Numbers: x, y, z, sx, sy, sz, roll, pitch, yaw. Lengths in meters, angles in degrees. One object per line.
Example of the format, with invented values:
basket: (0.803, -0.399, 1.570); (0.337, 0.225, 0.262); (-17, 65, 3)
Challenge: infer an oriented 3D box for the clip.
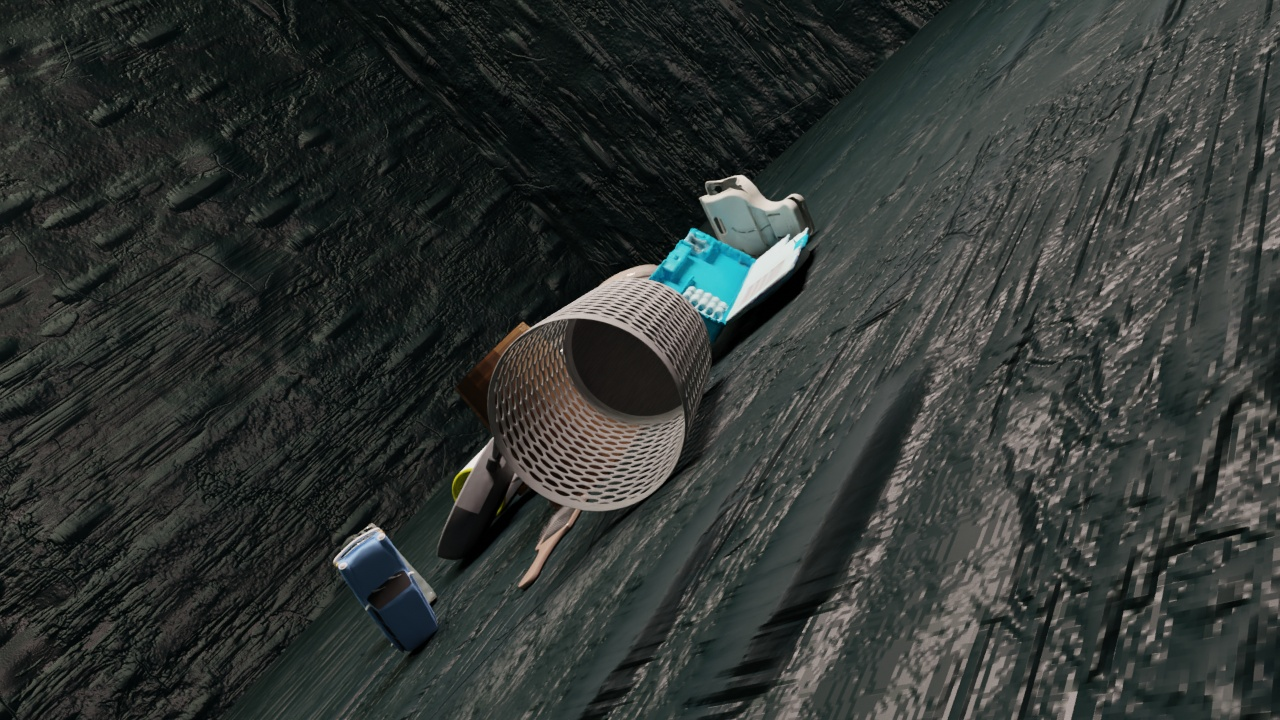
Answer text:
clip: (0.136, -0.159, 1.133); (0.104, 0.126, 0.152); (-39, 28, -20)

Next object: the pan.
pan: (-0.183, 0.129, 1.152); (0.358, 0.041, 0.178); (115, 180, -45)

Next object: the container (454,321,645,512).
container: (-0.100, 0.053, 0.967); (0.132, 0.167, 0.132); (-44, 6, 5)

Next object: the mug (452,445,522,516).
mug: (-0.221, 0.176, 1.367); (0.083, 0.082, 0.106); (-42, 5, 24)

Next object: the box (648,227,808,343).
box: (0.103, -0.092, 1.009); (0.172, 0.084, 0.226); (-3, 21, 18)

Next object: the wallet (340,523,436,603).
wallet: (-0.319, 0.268, 1.158); (0.054, 0.131, 0.101); (-44, 6, -35)

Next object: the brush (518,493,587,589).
brush: (-0.086, 0.164, 0.843); (0.050, 0.015, 0.135); (-41, 7, 25)

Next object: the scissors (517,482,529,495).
scissors: (-0.137, 0.152, 1.247); (0.065, 0.013, 0.129); (-47, -1, -25)

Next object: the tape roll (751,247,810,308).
tape roll: (0.152, -0.095, 1.033); (0.093, 0.013, 0.093); (-44, 5, 5)

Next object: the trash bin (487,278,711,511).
trash bin: (-0.022, 0.016, 0.779); (0.157, 0.156, 0.183); (-42, 4, 22)

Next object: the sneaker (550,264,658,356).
sneaker: (-0.037, -0.013, 1.090); (0.234, 0.095, 0.120); (-38, 34, -6)

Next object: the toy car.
toy car: (-0.255, 0.240, 0.940); (0.056, 0.153, 0.055); (-38, 40, -25)

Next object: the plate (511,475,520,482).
plate: (-0.124, 0.119, 1.240); (0.134, 0.011, 0.134); (-47, 2, 1)
